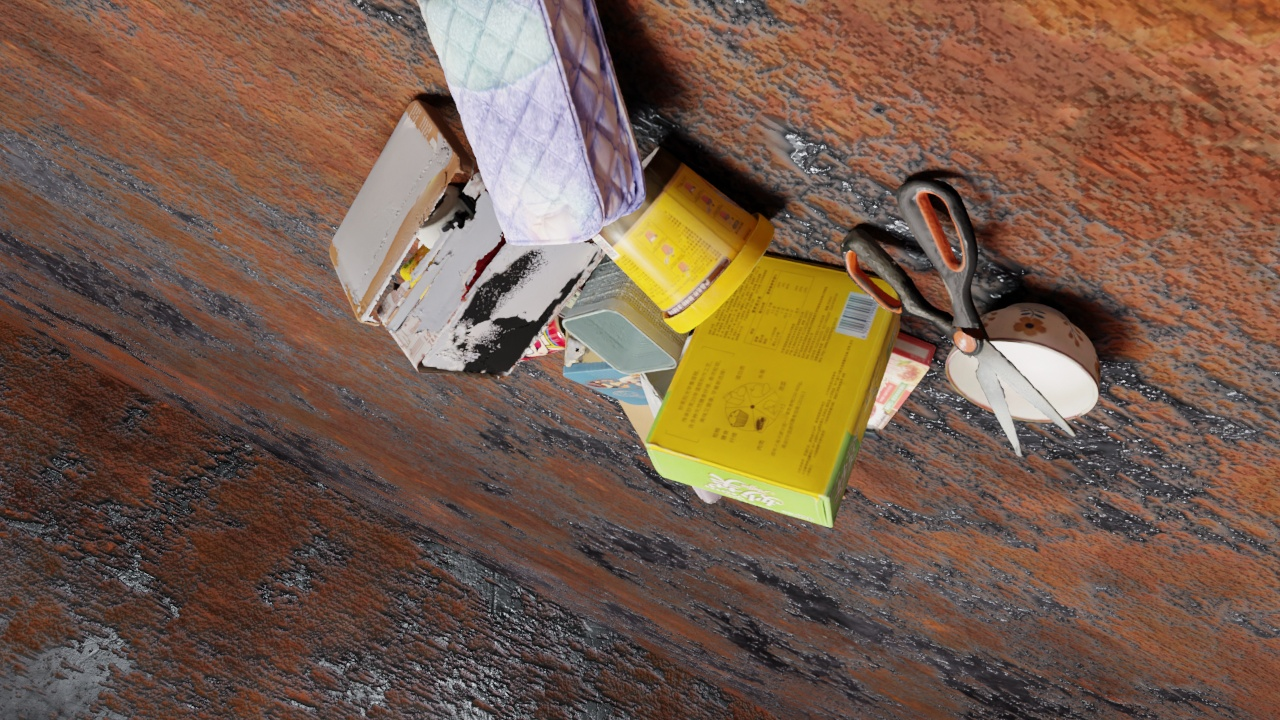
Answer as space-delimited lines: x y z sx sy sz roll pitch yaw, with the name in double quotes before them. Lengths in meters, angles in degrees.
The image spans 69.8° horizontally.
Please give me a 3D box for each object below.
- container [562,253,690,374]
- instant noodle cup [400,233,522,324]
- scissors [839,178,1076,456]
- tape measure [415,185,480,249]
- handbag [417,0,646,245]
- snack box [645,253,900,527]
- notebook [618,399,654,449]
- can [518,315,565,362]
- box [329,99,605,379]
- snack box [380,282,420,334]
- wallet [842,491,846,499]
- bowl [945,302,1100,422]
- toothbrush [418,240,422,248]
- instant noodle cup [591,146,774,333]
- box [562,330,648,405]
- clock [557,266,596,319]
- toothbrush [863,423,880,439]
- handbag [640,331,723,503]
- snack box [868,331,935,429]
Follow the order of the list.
"container" 0.002 -0.059 0.854 0.090 0.111 0.090 40 153 -27
"instant noodle cup" -0.183 -0.083 0.998 0.124 0.116 0.116 24 158 32
"scissors" 0.233 -0.037 0.680 0.222 0.021 0.211 38 148 37
"tape measure" -0.201 -0.146 0.930 0.066 0.065 0.033 6 148 37
"handbag" -0.075 -0.181 0.655 0.134 0.075 0.194 4 119 42
"snack box" 0.117 0.017 0.778 0.158 0.209 0.070 15 155 23
"notebook" 0.041 0.070 1.157 0.150 0.012 0.211 7 144 31
"can" -0.118 -0.032 1.072 0.133 0.053 0.053 -13 135 44
"box" -0.177 -0.110 0.846 0.193 0.183 0.156 50 -160 26
"snack box" -0.247 -0.044 1.109 0.113 0.053 0.126 22 -178 -25
"wallet" 0.196 0.149 1.190 0.115 0.020 0.101 -5 141 43
"bowl" 0.307 -0.006 0.729 0.113 0.062 0.114 20 154 10
"toothbrush" -0.268 -0.103 1.138 0.016 0.016 0.180 24 155 -2
"instant noodle cup" 0.028 -0.102 0.750 0.114 0.118 0.119 39 153 -11
"box" -0.006 0.006 0.987 0.090 0.059 0.184 -5 162 29
"clock" -0.068 -0.075 0.956 0.082 0.055 0.122 30 152 -10
"toothbrush" 0.189 0.068 1.043 0.181 0.018 0.015 6 155 40
"handbag" 0.088 0.043 0.949 0.098 0.145 0.197 57 173 33
"snack box" 0.224 0.015 0.892 0.075 0.025 0.153 22 155 7
